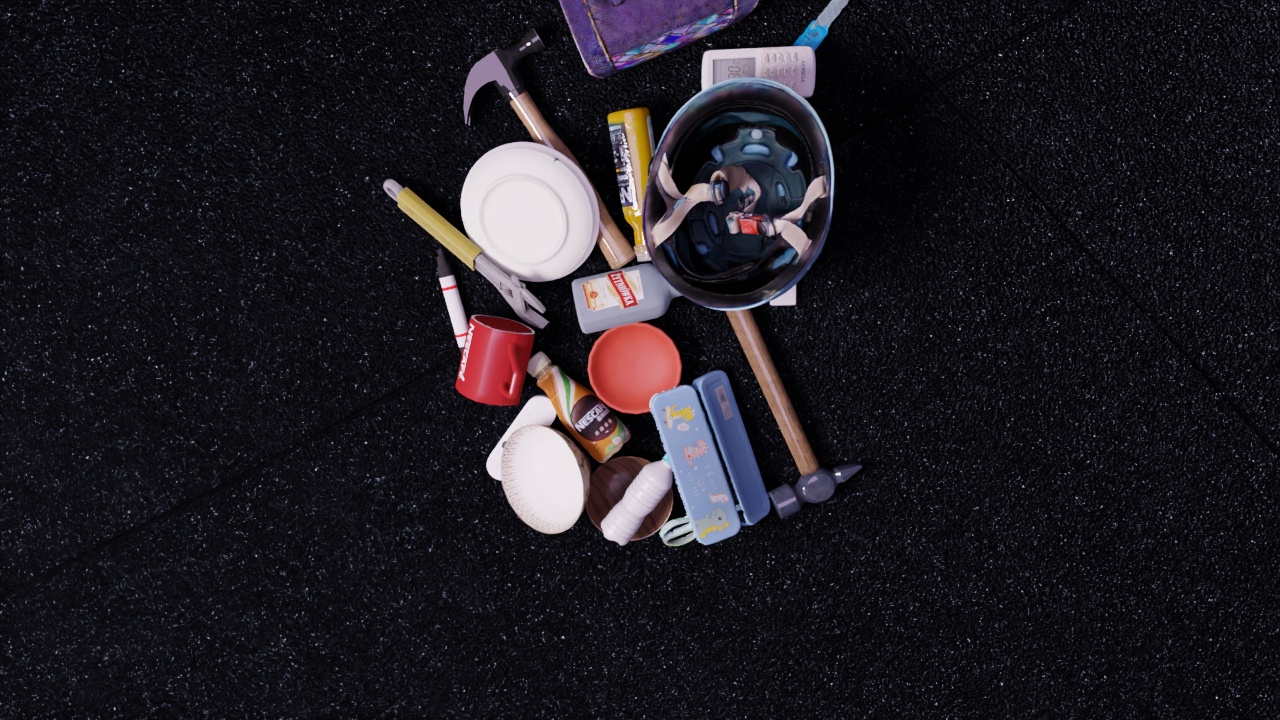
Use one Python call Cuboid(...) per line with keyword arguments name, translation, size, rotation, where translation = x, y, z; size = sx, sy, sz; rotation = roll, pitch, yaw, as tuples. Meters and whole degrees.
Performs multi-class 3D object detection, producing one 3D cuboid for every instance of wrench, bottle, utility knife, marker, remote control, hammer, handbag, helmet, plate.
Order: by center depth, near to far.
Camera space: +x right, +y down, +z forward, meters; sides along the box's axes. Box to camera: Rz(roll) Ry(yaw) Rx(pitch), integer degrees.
Cuboid(name="handbag", translation=(0.016, -0.415, 1.026), size=(0.205, 0.222, 0.125), rotation=(-21, 100, 5))
Cuboid(name="helmet", translation=(0.120, -0.194, 1.094), size=(0.225, 0.166, 0.266), rotation=(13, 98, 13))
Cuboid(name="remote control", translation=(0.144, -0.350, 1.124), size=(0.138, 0.025, 0.060), rotation=(1, 97, 12))
Cuboid(name="utility knife", translation=(0.191, -0.376, 1.134), size=(0.031, 0.015, 0.198), rotation=(38, 99, -6))
Cuboid(name="plate", translation=(-0.143, -0.179, 1.150), size=(0.182, 0.034, 0.182), rotation=(5, 117, 10))
Cuboid(name="bottle", translation=(-0.001, -0.219, 1.154), size=(0.053, 0.053, 0.186), rotation=(-9, 102, 4))
Cuboid(name="hammer", translation=(-0.106, -0.249, 1.162), size=(0.132, 0.040, 0.305), rotation=(-32, 99, 5))
Cuboid(name="bottle", translation=(-0.003, -0.086, 1.175), size=(0.161, 0.046, 0.072), rotation=(-13, 62, 2))
Cuboid(name="wrench", translation=(-0.224, -0.139, 1.179), size=(0.273, 0.084, 0.018), rotation=(40, 68, 1))
Cuboid(name="remote control", translation=(0.184, -0.136, 1.184), size=(0.033, 0.012, 0.131), rotation=(-1, 102, 4))
Cuboid(name="bottle", translation=(0.002, 0.180, 1.206), size=(0.044, 0.044, 0.136), rotation=(36, 101, -5))
Cuboid(name="marker", translation=(-0.246, -0.076, 1.208), size=(0.019, 0.019, 0.145), rotation=(-13, 101, 4))
Cuboid(name="hammer", translation=(0.178, 0.041, 1.209), size=(0.129, 0.040, 0.322), rotation=(-26, 98, -2))
Cuboid(name="bottle", translation=(-0.087, 0.058, 1.212), size=(0.059, 0.059, 0.167), rotation=(-43, 89, 9))
Cuboid(name="remote control", translation=(-0.161, 0.105, 1.246), size=(0.043, 0.013, 0.136), rotation=(35, 101, -5))

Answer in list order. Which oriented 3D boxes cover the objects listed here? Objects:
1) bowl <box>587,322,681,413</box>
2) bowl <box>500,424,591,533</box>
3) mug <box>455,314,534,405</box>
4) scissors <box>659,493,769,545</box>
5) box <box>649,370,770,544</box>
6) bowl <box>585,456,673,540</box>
Cuboid(name="bowl", translation=(-0.007, 0.007, 1.209), size=(0.122, 0.035, 0.122), rotation=(0, 102, 2))
Cuboid(name="bowl", translation=(-0.113, 0.150, 1.213), size=(0.145, 0.063, 0.145), rotation=(8, 104, 34))
Cuboid(name="mug", translation=(-0.179, 0.003, 1.173), size=(0.080, 0.116, 0.097), rotation=(6, 104, -36))
Cuboid(name="scissors", translation=(0.108, 0.210, 1.251), size=(0.174, 0.033, 0.065), rotation=(-19, 138, 2))
Cuboid(name="box", translation=(0.096, 0.125, 1.192), size=(0.126, 0.039, 0.209), rotation=(-21, 94, -29))
Cuboid(name="bowl", translation=(-0.015, 0.183, 1.247), size=(0.119, 0.032, 0.119), rotation=(0, 102, 2))
